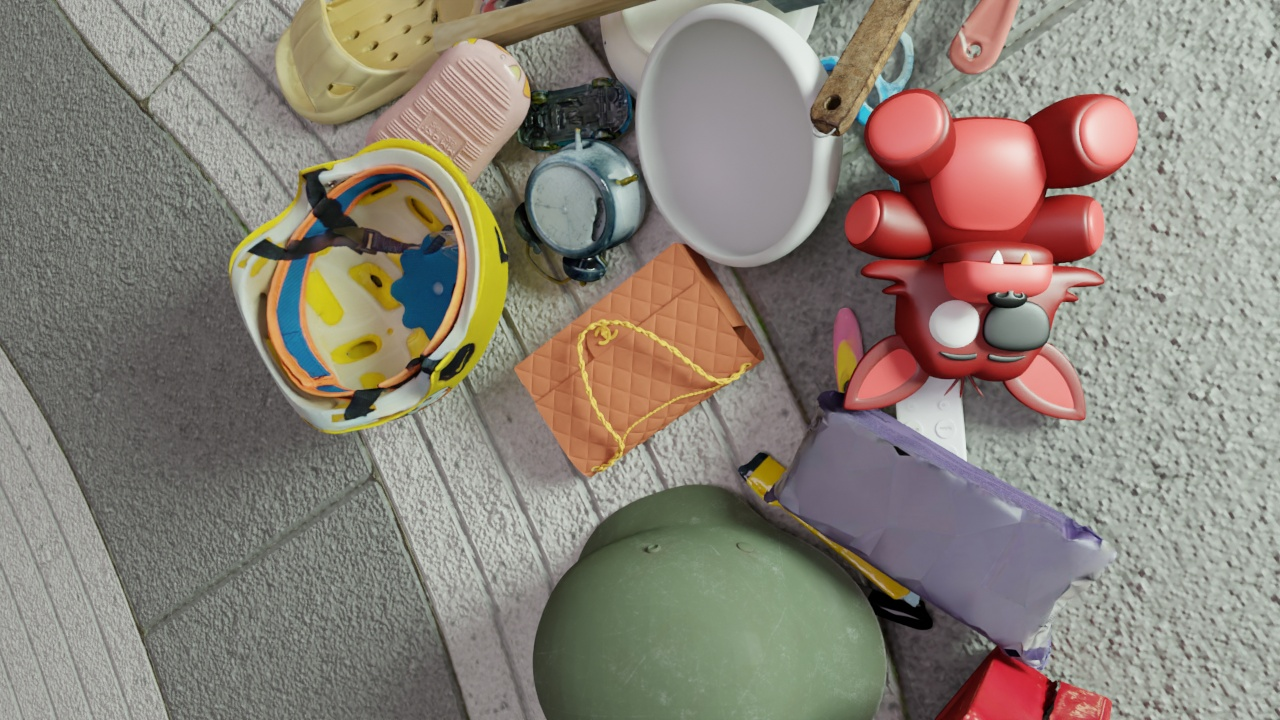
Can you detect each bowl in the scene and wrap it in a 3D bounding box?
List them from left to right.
[{"bbox_3d":[0.077,-0.158,0.643,0.177,0.066,0.177,28,129,41],"label":"bowl"}]

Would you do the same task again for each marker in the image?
[{"bbox_3d":[0.143,0.162,0.664,0.139,0.016,0.022,18,72,26],"label":"marker"}]

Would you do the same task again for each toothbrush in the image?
[{"bbox_3d":[0.150,0.030,0.658,0.021,0.016,0.135,-3,88,28],"label":"toothbrush"}]

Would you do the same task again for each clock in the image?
[{"bbox_3d":[-0.051,-0.116,0.726,0.090,0.052,0.130,39,128,7],"label":"clock"}]

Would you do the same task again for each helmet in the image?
[{"bbox_3d":[-0.198,-0.060,0.762,0.240,0.139,0.209,-39,77,14],"label":"helmet"},{"bbox_3d":[0.027,0.211,0.642,0.268,0.153,0.227,-5,90,27],"label":"helmet"}]

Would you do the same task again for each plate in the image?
[{"bbox_3d":[0.043,-0.277,0.692,0.183,0.034,0.182,1,92,27],"label":"plate"}]

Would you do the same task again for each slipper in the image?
[{"bbox_3d":[-0.243,-0.288,0.813,0.262,0.079,0.111,-12,89,26],"label":"slipper"},{"bbox_3d":[-0.150,-0.202,0.766,0.093,0.081,0.198,46,138,-18],"label":"slipper"}]

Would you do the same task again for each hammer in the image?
[{"bbox_3d":[-0.027,-0.261,0.661,0.324,0.117,0.051,-1,91,35],"label":"hammer"}]

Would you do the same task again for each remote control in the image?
[{"bbox_3d":[0.201,0.063,0.632,0.043,0.013,0.136,-4,89,27],"label":"remote control"}]

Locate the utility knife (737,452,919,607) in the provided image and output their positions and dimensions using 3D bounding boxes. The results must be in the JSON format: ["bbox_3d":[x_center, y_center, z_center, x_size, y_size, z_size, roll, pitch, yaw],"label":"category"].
[{"bbox_3d":[0.137,0.121,0.661,0.155,0.017,0.030,38,77,23],"label":"utility knife"}]

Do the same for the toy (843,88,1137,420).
[{"bbox_3d":[0.210,-0.062,0.570,0.158,0.120,0.197,2,97,1],"label":"toy"}]

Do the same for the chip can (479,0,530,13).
[{"bbox_3d":[-0.107,-0.396,0.745,0.073,0.073,0.233,-9,86,26],"label":"chip can"}]

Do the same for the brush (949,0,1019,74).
[{"bbox_3d":[0.251,-0.263,0.590,0.041,0.030,0.172,31,103,22],"label":"brush"}]

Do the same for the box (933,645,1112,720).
[{"bbox_3d":[0.209,0.255,0.556,0.123,0.157,0.136,19,98,29],"label":"box"}]

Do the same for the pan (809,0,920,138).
[{"bbox_3d":[0.193,-0.283,0.561,0.208,0.040,0.356,25,85,35],"label":"pan"}]

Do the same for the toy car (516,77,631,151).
[{"bbox_3d":[-0.052,-0.196,0.742,0.105,0.032,0.048,-4,89,28],"label":"toy car"}]

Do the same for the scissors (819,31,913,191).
[{"bbox_3d":[0.166,-0.162,0.647,0.083,0.015,0.140,-18,85,24],"label":"scissors"}]

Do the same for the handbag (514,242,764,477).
[{"bbox_3d":[-0.004,0.004,0.711,0.172,0.060,0.109,-36,80,23],"label":"handbag"}]

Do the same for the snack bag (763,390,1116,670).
[{"bbox_3d":[0.187,0.106,0.599,0.205,0.058,0.096,30,103,21],"label":"snack bag"}]
